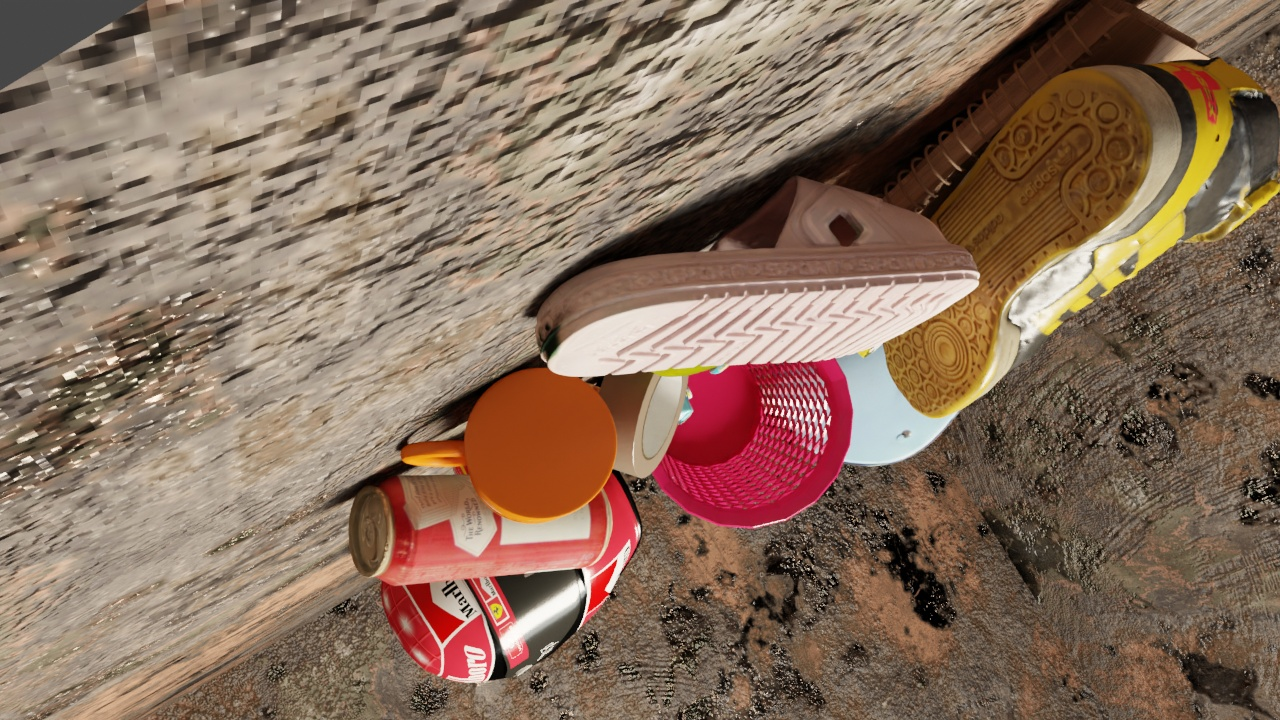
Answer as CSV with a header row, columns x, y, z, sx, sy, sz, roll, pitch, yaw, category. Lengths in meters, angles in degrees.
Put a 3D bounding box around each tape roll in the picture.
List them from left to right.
x,y,z,sx,sy,sz,roll,pitch,yaw,category
0.001,0.029,0.611,0.093,0.030,0.093,17,89,-71,tape roll

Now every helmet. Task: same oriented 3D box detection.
x,y,z,sx,sy,sz,roll,pitch,yaw,category
-0.146,0.213,0.927,0.224,0.197,0.272,-29,166,-31,helmet
0.249,-0.030,0.944,0.265,0.167,0.225,-41,-147,-8,helmet

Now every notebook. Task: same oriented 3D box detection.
x,y,z,sx,sy,sz,roll,pitch,yaw,category
0.200,-0.103,0.516,0.168,0.022,0.211,-7,151,-45,notebook

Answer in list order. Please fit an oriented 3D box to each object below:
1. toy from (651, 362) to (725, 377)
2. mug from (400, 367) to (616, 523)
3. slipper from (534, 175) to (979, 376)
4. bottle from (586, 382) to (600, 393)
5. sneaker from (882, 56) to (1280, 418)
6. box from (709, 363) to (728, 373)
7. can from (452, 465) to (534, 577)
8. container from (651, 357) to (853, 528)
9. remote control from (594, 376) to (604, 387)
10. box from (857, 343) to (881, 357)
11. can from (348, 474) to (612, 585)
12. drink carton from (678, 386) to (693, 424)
x,y,z,sx,sy,sz,roll,pitch,yaw,category
0.046,-0.024,0.553,0.109,0.051,0.090,-24,170,-37,toy
-0.075,0.050,0.508,0.112,0.077,0.096,1,169,-9,mug
0.060,-0.041,0.416,0.238,0.064,0.094,-7,161,-33,slipper
-0.045,0.045,0.638,0.063,0.063,0.109,-31,174,-1,bottle
0.222,-0.060,0.485,0.122,0.086,0.239,-17,154,-21,sneaker
0.151,-0.071,0.653,0.181,0.039,0.227,-37,174,-27,box
-0.093,0.108,0.705,0.064,0.105,0.064,-31,175,-3,can
0.077,0.049,0.880,0.183,0.183,0.226,-31,-177,-5,container
-0.004,0.004,0.723,0.041,0.020,0.152,-26,172,-30,remote control
0.244,-0.084,0.778,0.209,0.044,0.066,-40,166,-22,box
-0.099,0.108,0.602,0.170,0.067,0.068,5,151,-40,can
-0.019,0.051,0.735,0.129,0.044,0.038,-26,174,5,drink carton
